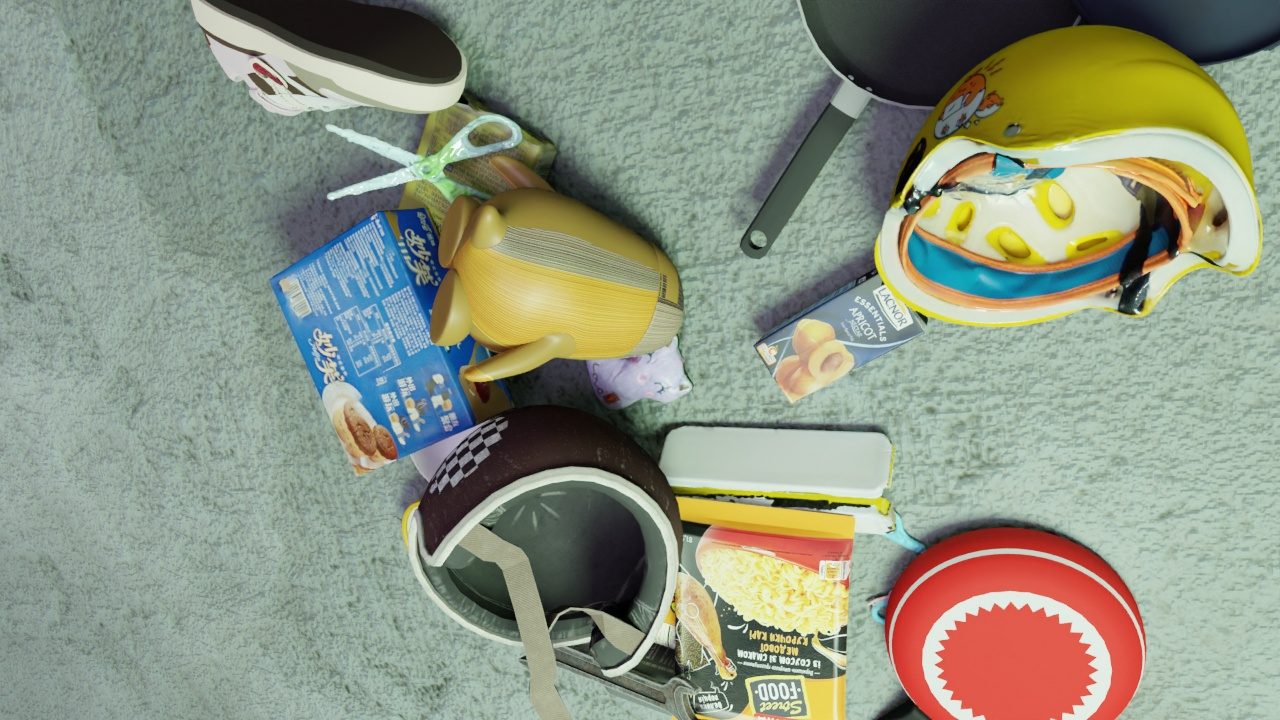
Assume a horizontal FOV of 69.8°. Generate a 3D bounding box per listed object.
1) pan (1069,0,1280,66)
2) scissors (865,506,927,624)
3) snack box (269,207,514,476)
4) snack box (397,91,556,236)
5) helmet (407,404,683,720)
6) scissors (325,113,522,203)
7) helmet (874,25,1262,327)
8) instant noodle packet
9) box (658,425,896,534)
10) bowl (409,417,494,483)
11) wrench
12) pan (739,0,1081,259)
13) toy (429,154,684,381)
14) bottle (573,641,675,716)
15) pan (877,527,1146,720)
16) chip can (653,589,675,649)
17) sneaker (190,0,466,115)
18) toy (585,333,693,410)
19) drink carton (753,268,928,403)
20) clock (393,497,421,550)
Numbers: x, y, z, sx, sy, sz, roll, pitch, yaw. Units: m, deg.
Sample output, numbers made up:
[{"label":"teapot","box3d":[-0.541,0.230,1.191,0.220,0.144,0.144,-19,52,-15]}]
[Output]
[{"label":"pan","box3d":[0.405,-0.226,0.584,0.199,0.021,0.356,-36,100,14]},{"label":"scissors","box3d":[0.241,0.179,0.820,0.135,0.015,0.135,45,113,1]},{"label":"snack box","box3d":[-0.230,-0.016,0.846,0.155,0.069,0.202,-23,91,27]},{"label":"snack box","box3d":[-0.158,-0.145,0.848,0.121,0.045,0.181,30,114,13]},{"label":"helmet","box3d":[-0.073,0.163,0.770,0.233,0.253,0.234,38,93,-19]},{"label":"scissors","box3d":[-0.179,-0.155,0.777,0.170,0.028,0.139,-13,115,-3]},{"label":"helmet","box3d":[0.273,-0.126,0.613,0.209,0.139,0.241,21,159,-16]},{"label":"instant noodle packet","box3d":[0.104,0.234,0.804,0.160,0.032,0.221,3,99,21]},{"label":"box","box3d":[0.123,0.114,0.825,0.210,0.079,0.080,0,139,25]},{"label":"bowl","box3d":[-0.171,0.075,0.921,0.113,0.063,0.113,8,112,20]},{"label":"wrench","box3d":[-0.040,0.301,0.890,0.274,0.010,0.070,4,105,44]},{"label":"pan","box3d":[0.177,-0.226,0.679,0.204,0.044,0.357,36,118,7]},{"label":"toy","box3d":[-0.062,-0.061,0.772,0.163,0.203,0.198,-32,51,56]},{"label":"bottle","box3d":[0.011,0.301,0.917,0.174,0.083,0.046,12,112,19]},{"label":"pan","box3d":[0.277,0.295,0.820,0.209,0.067,0.357,38,116,1]},{"label":"chip can","box3d":[0.067,0.249,0.879,0.215,0.075,0.075,14,113,17]},{"label":"sneaker","box3d":[-0.283,-0.256,0.823,0.294,0.111,0.117,24,135,18]},{"label":"toy","box3d":[-0.005,0.005,0.843,0.100,0.036,0.080,-16,95,27]},{"label":"drink carton","box3d":[0.166,-0.023,0.760,0.130,0.040,0.064,-31,95,28]},{"label":"clock","box3d":[-0.189,0.188,0.969,0.152,0.051,0.113,-9,107,35]}]
